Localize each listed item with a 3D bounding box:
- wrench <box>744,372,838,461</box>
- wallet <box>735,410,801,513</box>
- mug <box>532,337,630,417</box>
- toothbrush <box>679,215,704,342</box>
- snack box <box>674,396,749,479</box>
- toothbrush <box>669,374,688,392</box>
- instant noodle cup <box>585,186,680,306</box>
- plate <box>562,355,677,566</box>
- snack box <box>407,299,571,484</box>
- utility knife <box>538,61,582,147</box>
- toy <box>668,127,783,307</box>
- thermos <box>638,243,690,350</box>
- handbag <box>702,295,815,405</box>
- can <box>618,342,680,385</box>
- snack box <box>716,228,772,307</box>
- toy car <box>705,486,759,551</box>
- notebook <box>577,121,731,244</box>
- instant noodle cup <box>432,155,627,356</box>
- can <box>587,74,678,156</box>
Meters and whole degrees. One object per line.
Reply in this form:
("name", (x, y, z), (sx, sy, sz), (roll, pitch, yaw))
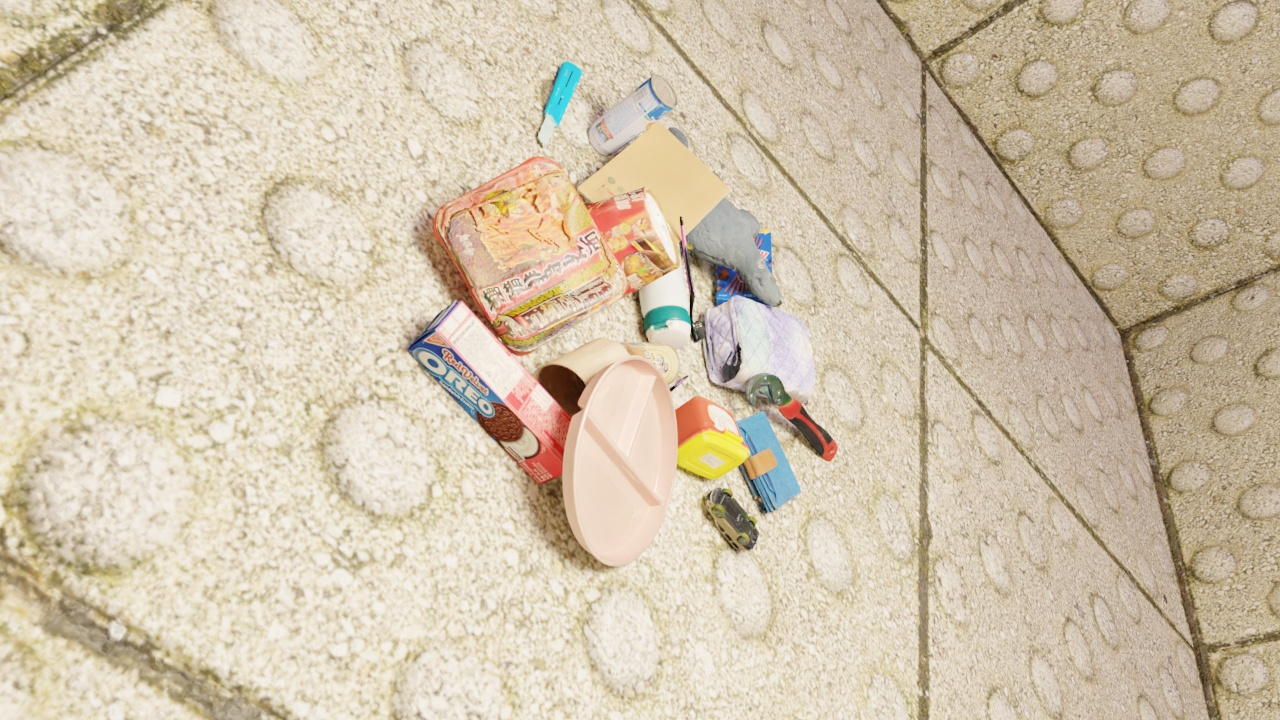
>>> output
("wrench", (0.232, 0.086, 1.361), (0.273, 0.016, 0.056), (37, 79, -44))
("wallet", (0.174, 0.140, 1.287), (0.106, 0.040, 0.133), (-14, 77, -57))
("mug", (-0.059, 0.045, 1.043), (0.103, 0.084, 0.125), (-34, 119, -55))
("toothbrush", (0.070, -0.110, 1.268), (0.014, 0.017, 0.189), (-131, -152, -59))
("snack box", (0.085, 0.096, 1.174), (0.091, 0.082, 0.080), (29, 36, -37))
("toothbrush", (0.019, 0.052, 1.178), (0.017, 0.014, 0.188), (48, 36, 4))
("instant noodle cup", (-0.020, -0.148, 1.146), (0.137, 0.109, 0.138), (-21, 90, -76))
("plate", (-0.020, 0.109, 1.005), (0.229, 0.028, 0.229), (-11, 103, -61))
("snack box", (-0.145, 0.035, 0.955), (0.207, 0.057, 0.058), (49, 40, -16))
("utility knife", (-0.116, -0.360, 1.288), (0.034, 0.018, 0.198), (39, 43, -28))
("toy", (0.097, -0.223, 1.376), (0.137, 0.092, 0.356), (-9, 61, -46))
("thermos", (0.027, -0.121, 1.260), (0.073, 0.073, 0.224), (19, 53, -42))
("handbag", (0.176, -0.011, 1.358), (0.193, 0.076, 0.134), (16, 59, -42))
("can", (-0.007, 0.007, 1.138), (0.116, 0.059, 0.058), (-2, 68, -51))
("snack box", (0.162, -0.144, 1.425), (0.026, 0.084, 0.156), (86, 7, -51))
("toy car", (0.115, 0.203, 1.173), (0.090, 0.035, 0.042), (52, 36, -12))
("notebook", (0.024, -0.237, 1.272), (0.148, 0.008, 0.207), (43, 52, -1))
("instant noodle cup", (-0.126, -0.114, 1.021), (0.164, 0.079, 0.189), (-31, 94, -20))
("can", (-0.013, -0.346, 1.301), (0.053, 0.135, 0.053), (28, 48, -36))
